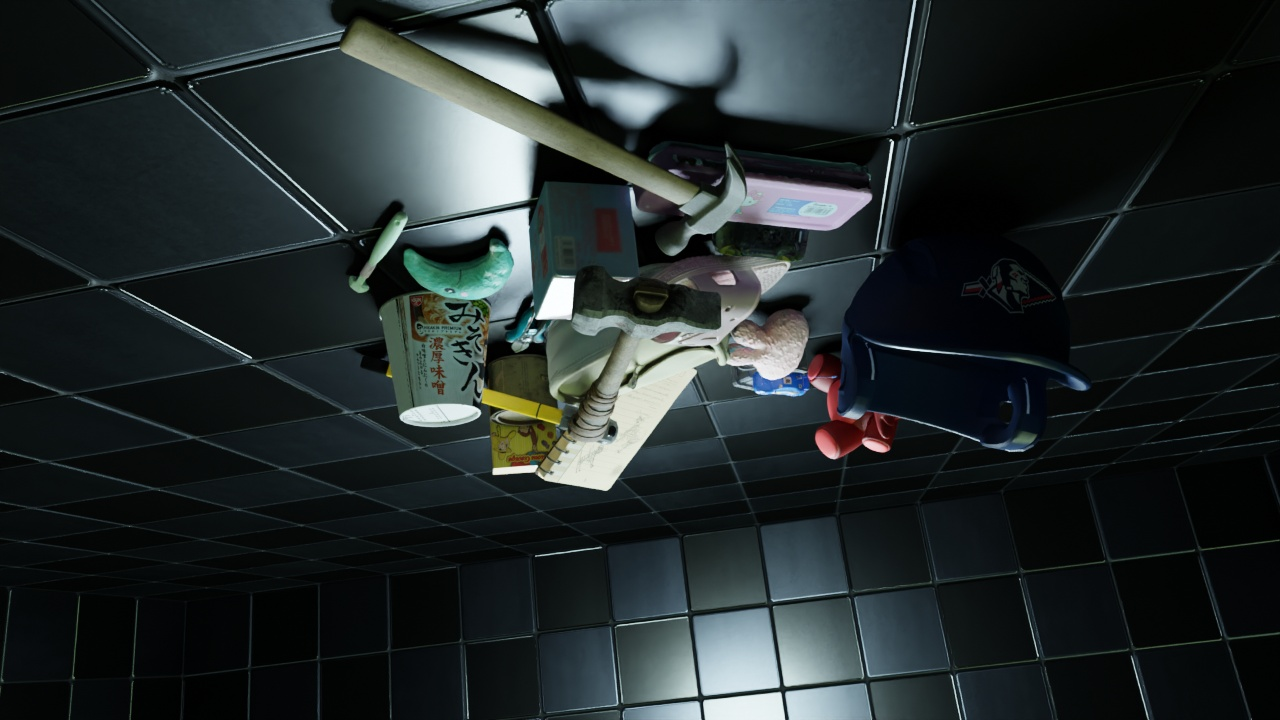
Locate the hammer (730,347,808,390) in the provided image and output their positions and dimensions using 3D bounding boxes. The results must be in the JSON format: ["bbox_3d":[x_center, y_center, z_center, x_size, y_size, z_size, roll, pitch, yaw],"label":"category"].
[{"bbox_3d":[0.075,-0.017,1.185,0.321,0.044,0.099,13,154,-39],"label":"hammer"}]

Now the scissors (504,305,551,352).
[{"bbox_3d":[-0.139,-0.035,1.087,0.137,0.019,0.138,-15,161,29],"label":"scissors"}]

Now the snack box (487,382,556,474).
[{"bbox_3d":[-0.164,0.090,1.276,0.088,0.125,0.040,-3,161,-11],"label":"snack box"}]

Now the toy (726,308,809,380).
[{"bbox_3d":[0.157,-0.021,1.150,0.105,0.053,0.109,2,134,-17],"label":"toy"}]

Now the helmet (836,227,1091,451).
[{"bbox_3d":[0.332,-0.025,0.943,0.232,0.223,0.272,12,-172,-10],"label":"helmet"}]

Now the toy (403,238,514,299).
[{"bbox_3d":[-0.175,-0.087,0.903,0.105,0.033,0.085,-6,151,2],"label":"toy"}]

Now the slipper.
[{"bbox_3d":[0.076,-0.056,0.900,0.238,0.064,0.094,-19,158,-46],"label":"slipper"}]

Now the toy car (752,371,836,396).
[{"bbox_3d":[0.200,0.025,1.201,0.092,0.033,0.062,3,164,-15],"label":"toy car"}]

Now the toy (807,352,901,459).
[{"bbox_3d":[0.320,0.040,1.245,0.120,0.158,0.198,10,155,-26],"label":"toy"}]

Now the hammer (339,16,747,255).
[{"bbox_3d":[-0.056,-0.166,0.671,0.330,0.030,0.120,20,145,-34],"label":"hammer"}]

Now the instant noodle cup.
[{"bbox_3d":[-0.222,0.003,1.006,0.123,0.121,0.124,-6,161,-2],"label":"instant noodle cup"}]

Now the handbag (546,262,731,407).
[{"bbox_3d":[-0.006,0.006,1.040,0.230,0.131,0.184,-17,152,26],"label":"handbag"}]

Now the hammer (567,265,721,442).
[{"bbox_3d":[-0.024,0.012,0.865,0.121,0.048,0.320,7,153,-11],"label":"hammer"}]

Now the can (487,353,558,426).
[{"bbox_3d":[-0.156,0.041,1.214,0.090,0.074,0.090,-6,161,-2],"label":"can"}]

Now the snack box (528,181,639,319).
[{"bbox_3d":[-0.052,-0.095,0.820,0.079,0.093,0.095,0,160,-17],"label":"snack box"}]

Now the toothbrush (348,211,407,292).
[{"bbox_3d":[-0.246,-0.100,0.862,0.022,0.015,0.155,35,145,-16],"label":"toothbrush"}]

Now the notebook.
[{"bbox_3d":[-0.032,0.081,1.247,0.226,0.024,0.167,-54,146,10],"label":"notebook"}]

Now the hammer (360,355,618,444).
[{"bbox_3d":[-0.186,0.043,1.101,0.325,0.034,0.170,15,174,10],"label":"hammer"}]

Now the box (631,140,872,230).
[{"bbox_3d":[0.098,-0.152,0.801,0.214,0.033,0.077,2,158,-23],"label":"box"}]

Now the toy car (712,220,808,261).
[{"bbox_3d":[0.113,-0.122,0.878,0.105,0.048,0.033,2,-169,-27],"label":"toy car"}]
